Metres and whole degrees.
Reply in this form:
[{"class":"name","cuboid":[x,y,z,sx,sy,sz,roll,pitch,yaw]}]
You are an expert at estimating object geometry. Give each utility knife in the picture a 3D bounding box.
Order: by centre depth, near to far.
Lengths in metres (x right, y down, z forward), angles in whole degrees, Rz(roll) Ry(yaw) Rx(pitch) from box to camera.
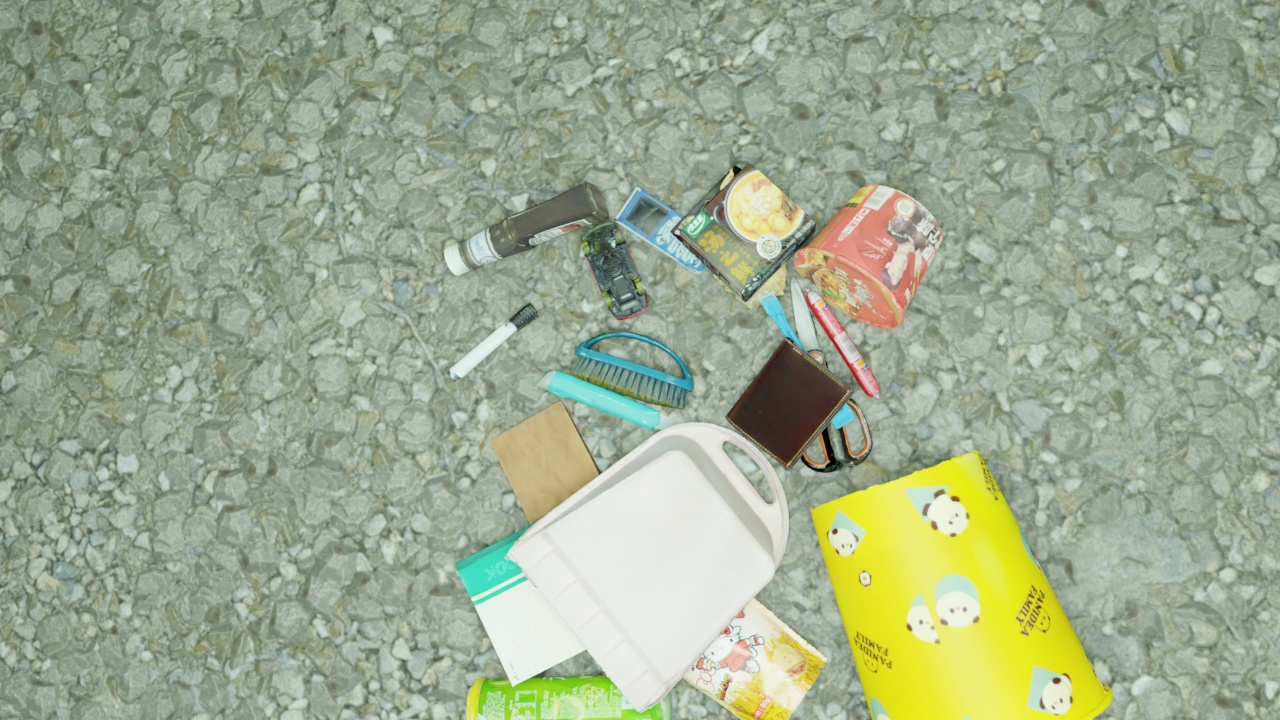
[{"class":"utility knife","cuboid":[-0.038,0.050,1.074,0.171,0.013,0.029,22,89,4]}]

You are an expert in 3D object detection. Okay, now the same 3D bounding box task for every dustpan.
[{"class":"dustpan","cuboid":[0.034,0.201,0.996,0.273,0.138,0.222,-37,90,5]}]

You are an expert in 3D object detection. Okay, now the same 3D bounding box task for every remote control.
[{"class":"remote control","cuboid":[0.032,-0.152,1.081,0.125,0.024,0.049,35,88,7]}]

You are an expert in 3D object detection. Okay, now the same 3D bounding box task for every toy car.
[{"class":"toy car","cuboid":[-0.030,-0.103,1.072,0.053,0.045,0.120,-22,75,2]}]

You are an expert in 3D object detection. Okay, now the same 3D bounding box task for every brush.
[{"class":"brush","cuboid":[0.166,-0.038,1.040,0.083,0.046,0.254,-31,80,4]},{"class":"brush","cuboid":[-0.006,0.006,1.053,0.144,0.055,0.073,17,87,7]}]

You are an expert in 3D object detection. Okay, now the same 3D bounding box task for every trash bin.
[{"class":"trash bin","cuboid":[0.303,0.240,0.923,0.230,0.229,0.255,-20,77,3]}]

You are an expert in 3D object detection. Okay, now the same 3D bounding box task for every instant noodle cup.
[{"class":"instant noodle cup","cuboid":[0.256,-0.117,1.004,0.138,0.138,0.108,36,80,8]}]

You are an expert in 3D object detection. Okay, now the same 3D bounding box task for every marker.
[{"class":"marker","cuboid":[-0.175,-0.020,1.092,0.131,0.018,0.022,-41,91,0]}]

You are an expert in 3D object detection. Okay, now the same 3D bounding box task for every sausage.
[{"class":"sausage","cuboid":[0.230,-0.020,1.046,0.020,0.020,0.156,-33,88,2]}]

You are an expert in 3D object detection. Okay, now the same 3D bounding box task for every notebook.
[{"class":"notebook","cuboid":[-0.080,0.242,1.005,0.209,0.012,0.150,-27,85,2]}]

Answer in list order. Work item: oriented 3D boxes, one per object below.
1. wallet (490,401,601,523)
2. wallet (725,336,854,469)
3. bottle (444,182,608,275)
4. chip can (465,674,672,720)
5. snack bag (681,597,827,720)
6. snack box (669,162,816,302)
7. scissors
[{"class":"wallet","cuboid":[-0.108,0.120,1.071,0.101,0.020,0.115,-28,79,3]},{"class":"wallet","cuboid":[0.165,0.049,1.023,0.096,0.020,0.122,39,115,10]},{"class":"bottle","cuboid":[-0.136,-0.150,1.071,0.195,0.079,0.044,-21,87,12]},{"class":"chip can","cuboid":[-0.076,0.385,1.015,0.221,0.072,0.072,-3,84,6]},{"class":"snack bag","cuboid":[0.091,0.311,1.017,0.208,0.073,0.128,35,89,15]},{"class":"snack box","cuboid":[0.111,-0.148,1.022,0.125,0.053,0.113,44,90,11]},{"class":"scissors","cuboid":[0.188,0.017,1.049,0.125,0.021,0.235,-32,82,2]}]
